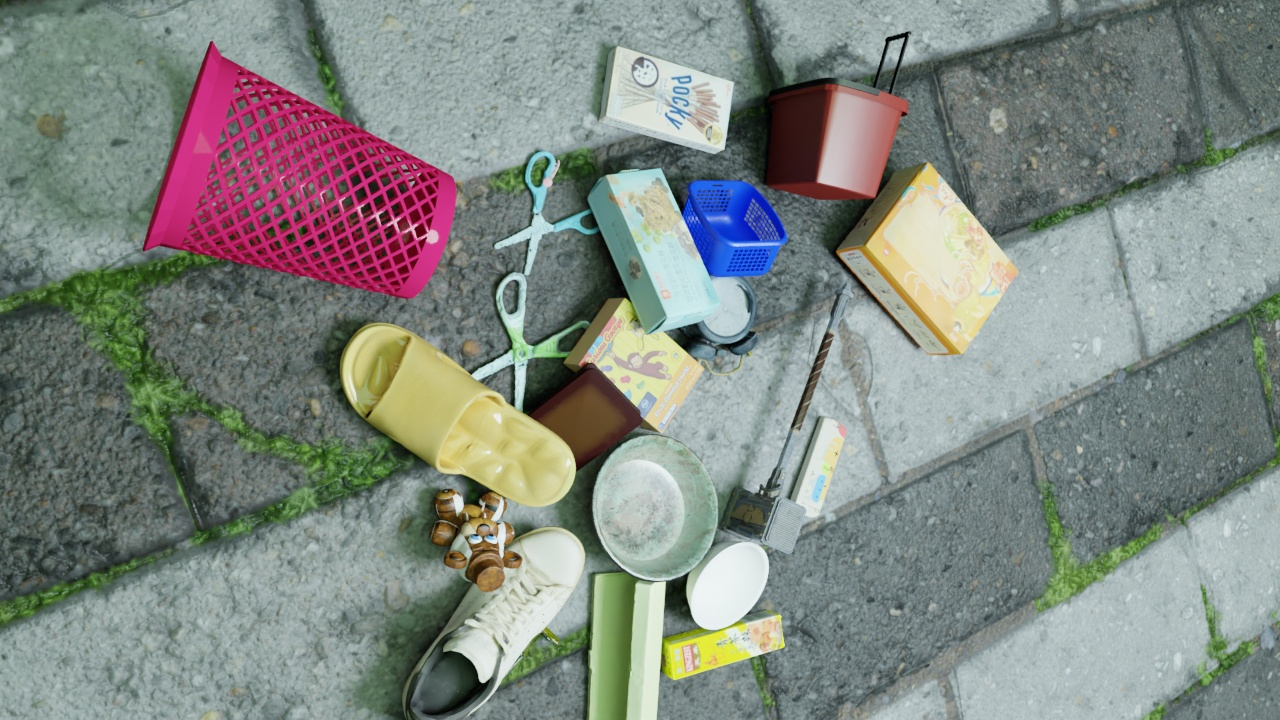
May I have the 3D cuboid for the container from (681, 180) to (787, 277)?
[{"bbox_3d":[0.099,-0.144,1.021,0.096,0.058,0.114,-5,48,-24],"label":"container"}]

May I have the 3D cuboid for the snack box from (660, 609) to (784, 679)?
[{"bbox_3d":[0.095,0.325,1.053,0.147,0.029,0.040,-8,92,-23],"label":"snack box"}]

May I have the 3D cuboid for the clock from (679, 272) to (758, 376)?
[{"bbox_3d":[0.088,-0.046,1.046,0.090,0.052,0.129,-11,98,-23],"label":"clock"}]

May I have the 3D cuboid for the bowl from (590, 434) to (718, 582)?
[{"bbox_3d":[0.009,0.161,1.001,0.157,0.039,0.157,8,74,-28],"label":"bowl"}]

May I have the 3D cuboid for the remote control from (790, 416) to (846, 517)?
[{"bbox_3d":[0.216,0.130,1.116,0.038,0.018,0.125,27,77,-21],"label":"remote control"}]

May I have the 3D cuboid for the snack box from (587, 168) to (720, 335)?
[{"bbox_3d":[0.013,-0.118,0.980,0.074,0.053,0.174,-15,75,-33],"label":"snack box"}]

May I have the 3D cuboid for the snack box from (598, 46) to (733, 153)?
[{"bbox_3d":[0.031,-0.292,1.036,0.150,0.026,0.082,9,85,-22],"label":"snack box"}]

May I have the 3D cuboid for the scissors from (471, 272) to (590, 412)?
[{"bbox_3d":[-0.130,-0.012,0.972,0.171,0.023,0.168,-27,105,-24],"label":"scissors"}]

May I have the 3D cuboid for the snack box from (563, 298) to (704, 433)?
[{"bbox_3d":[-0.006,0.006,1.001,0.126,0.040,0.088,41,74,-24],"label":"snack box"}]

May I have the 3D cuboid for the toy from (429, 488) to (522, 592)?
[{"bbox_3d":[-0.161,0.179,0.904,0.087,0.112,0.067,6,108,-27],"label":"toy"}]

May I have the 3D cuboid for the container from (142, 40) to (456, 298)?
[{"bbox_3d":[-0.295,-0.148,0.822,0.225,0.183,0.183,18,82,-30],"label":"container"}]

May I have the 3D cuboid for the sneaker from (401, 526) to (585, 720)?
[{"bbox_3d":[-0.148,0.260,0.899,0.089,0.102,0.241,38,77,4],"label":"sneaker"}]

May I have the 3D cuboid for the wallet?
[{"bbox_3d":[-0.066,0.068,0.966,0.116,0.018,0.091,-39,114,11],"label":"wallet"}]

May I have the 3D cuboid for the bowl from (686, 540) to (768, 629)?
[{"bbox_3d":[0.089,0.245,1.039,0.109,0.040,0.110,-15,118,-30],"label":"bowl"}]

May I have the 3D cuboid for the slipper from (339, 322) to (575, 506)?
[{"bbox_3d":[-0.178,0.065,0.900,0.263,0.078,0.099,33,95,-15],"label":"slipper"}]

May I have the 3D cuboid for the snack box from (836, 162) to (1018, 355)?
[{"bbox_3d":[0.355,-0.123,1.144,0.195,0.081,0.145,44,74,-17],"label":"snack box"}]

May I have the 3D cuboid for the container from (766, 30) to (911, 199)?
[{"bbox_3d":[0.228,-0.292,1.056,0.127,0.148,0.201,9,95,-24],"label":"container"}]

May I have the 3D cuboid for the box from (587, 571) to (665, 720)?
[{"bbox_3d":[-0.007,0.325,0.998,0.077,0.089,0.188,6,86,-54],"label":"box"}]

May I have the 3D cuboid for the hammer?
[{"bbox_3d":[0.187,0.057,1.059,0.044,0.099,0.321,26,79,-21],"label":"hammer"}]

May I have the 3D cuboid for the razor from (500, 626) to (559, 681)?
[{"bbox_3d":[-0.136,0.317,0.959,0.105,0.026,0.042,-45,108,-13],"label":"razor"}]

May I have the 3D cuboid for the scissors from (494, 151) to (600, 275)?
[{"bbox_3d":[-0.092,-0.152,0.991,0.125,0.015,0.136,15,90,-22],"label":"scissors"}]
